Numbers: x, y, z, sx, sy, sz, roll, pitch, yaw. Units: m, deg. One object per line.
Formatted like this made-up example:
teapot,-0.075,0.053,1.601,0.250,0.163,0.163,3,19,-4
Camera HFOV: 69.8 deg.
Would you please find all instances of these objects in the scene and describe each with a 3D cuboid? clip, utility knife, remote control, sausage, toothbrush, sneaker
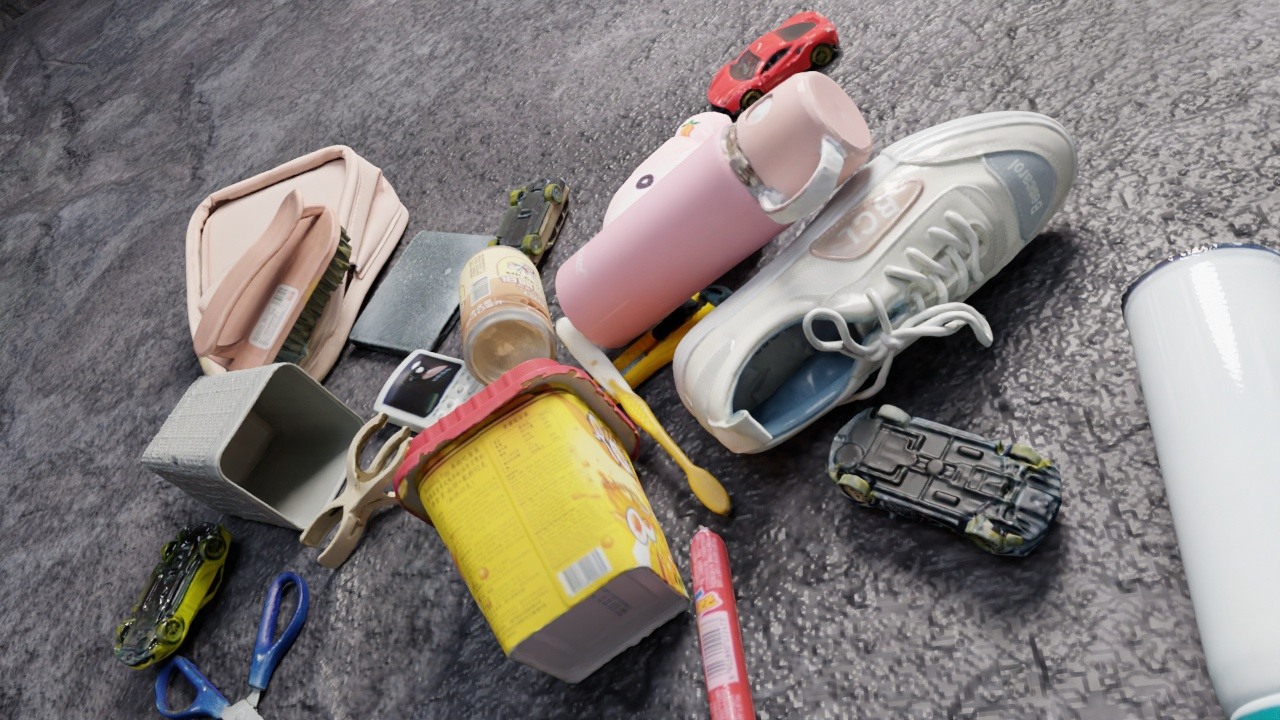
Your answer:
clip,-0.168,0.088,0.591,0.084,0.035,0.104,12,69,31
utility knife,-0.003,0.003,0.570,0.153,0.015,0.033,-41,40,-4
remote control,-0.122,0.028,0.622,0.150,0.021,0.058,12,61,39
sausage,0.039,0.141,0.418,0.020,0.020,0.155,-22,44,15
toothbrush,-0.003,0.027,0.535,0.016,0.018,0.191,-42,48,-1
sneaker,0.125,-0.039,0.462,0.242,0.089,0.090,-37,22,4

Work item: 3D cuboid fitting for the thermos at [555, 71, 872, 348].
thermos,0.035,-0.072,0.511,0.199,0.067,0.087,-33,36,38

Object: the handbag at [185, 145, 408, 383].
handbag,-0.306,-0.059,0.789,0.194,0.093,0.233,-18,54,19

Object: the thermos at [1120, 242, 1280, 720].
thermos,0.232,0.061,0.330,0.073,0.073,0.223,-11,48,25

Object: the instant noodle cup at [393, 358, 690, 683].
instant noodle cup,-0.043,0.084,0.463,0.116,0.116,0.123,-35,54,2

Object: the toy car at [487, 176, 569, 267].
toy car,-0.083,-0.101,0.700,0.042,0.035,0.090,-3,52,33

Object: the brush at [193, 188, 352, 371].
brush,-0.274,-0.056,0.693,0.063,0.073,0.145,24,82,31

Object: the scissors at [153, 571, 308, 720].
scissors,-0.242,0.204,0.553,0.175,0.012,0.162,-3,52,31

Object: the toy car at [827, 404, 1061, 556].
toy car,0.137,0.055,0.420,0.106,0.031,0.048,19,64,41

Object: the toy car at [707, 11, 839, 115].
toy car,0.097,-0.226,0.697,0.106,0.031,0.049,-34,41,6

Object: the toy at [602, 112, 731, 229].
toy,0.040,-0.122,0.628,0.121,0.054,0.159,2,51,35

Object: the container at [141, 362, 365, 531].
container,-0.274,0.060,0.647,0.114,0.090,0.090,-3,52,36

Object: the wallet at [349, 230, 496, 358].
wallet,-0.171,-0.055,0.732,0.097,0.019,0.120,10,61,38

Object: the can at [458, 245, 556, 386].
can,-0.091,-0.031,0.612,0.058,0.058,0.116,-32,30,5

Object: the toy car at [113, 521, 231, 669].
toy car,-0.313,0.159,0.622,0.048,0.032,0.105,-9,46,27
